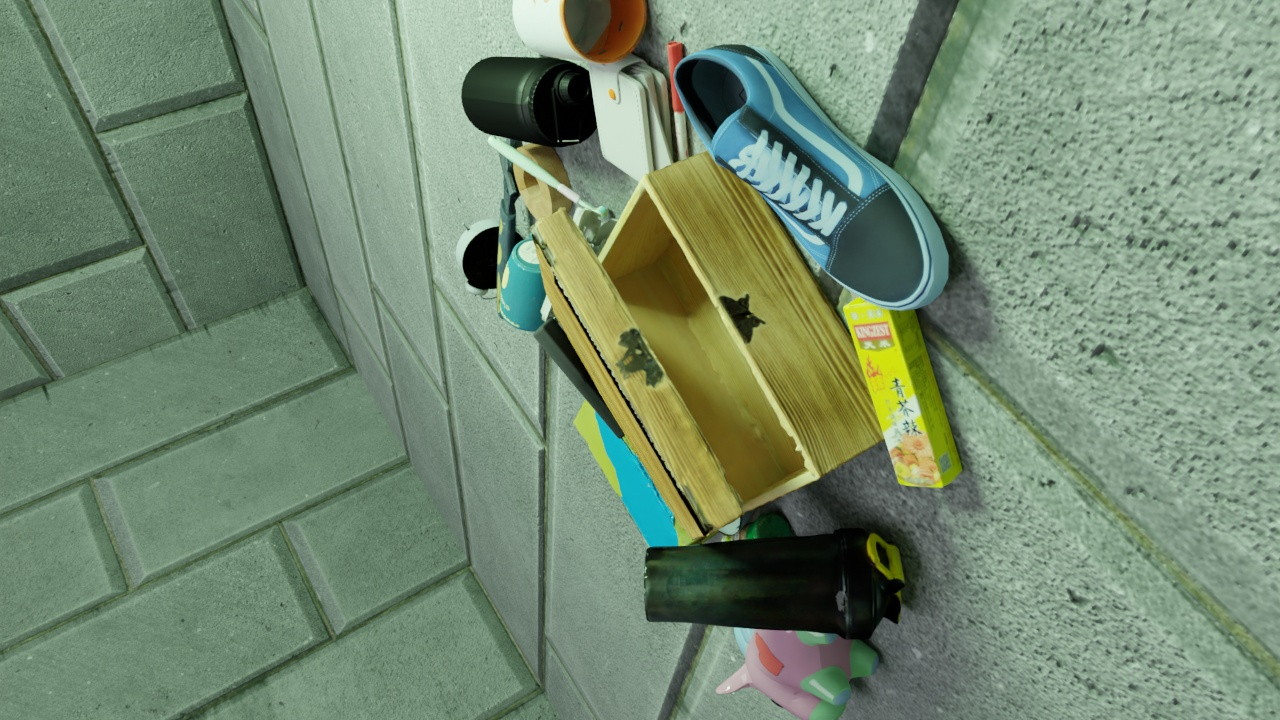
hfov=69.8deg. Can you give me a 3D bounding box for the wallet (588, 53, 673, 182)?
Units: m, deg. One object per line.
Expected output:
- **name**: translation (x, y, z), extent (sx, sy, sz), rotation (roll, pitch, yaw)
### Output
- **wallet**: translation (0.000, -0.214, 0.837), extent (0.115, 0.037, 0.119), rotation (43, 152, 40)

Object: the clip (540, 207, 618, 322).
- **clip**: translation (-0.051, -0.096, 0.993), extent (0.101, 0.126, 0.152), rotation (25, -170, 8)

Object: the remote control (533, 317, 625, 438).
- **remote control**: translation (-0.054, 0.018, 0.911), extent (0.015, 0.032, 0.136), rotation (-34, 100, 30)

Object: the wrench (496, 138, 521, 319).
- **wrench**: translation (-0.177, -0.169, 1.213), extent (0.073, 0.022, 0.274), rotation (-120, 30, -44)

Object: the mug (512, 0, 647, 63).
- **mug**: translation (-0.055, -0.305, 0.804), extent (0.105, 0.082, 0.082), rotation (31, 141, 54)

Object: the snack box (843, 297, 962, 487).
- **snack box**: translation (0.192, 0.021, 0.670), extent (0.040, 0.028, 0.148), rotation (-5, 110, 52)

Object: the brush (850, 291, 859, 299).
- **brush**: translation (0.147, -0.082, 0.687), extent (0.050, 0.015, 0.135), rotation (-13, 101, 66)

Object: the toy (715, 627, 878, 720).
- **toy**: translation (0.153, 0.279, 0.935), extent (0.171, 0.119, 0.222), rotation (12, 126, 50)

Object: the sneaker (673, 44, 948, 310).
- **sneaker**: translation (0.100, -0.122, 0.623), extent (0.241, 0.098, 0.084), rotation (55, 137, 21)

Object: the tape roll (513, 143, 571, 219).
- **tape roll**: translation (-0.118, -0.213, 1.097), extent (0.094, 0.027, 0.094), rotation (47, 151, 35)

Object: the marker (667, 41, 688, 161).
- **marker**: translation (0.035, -0.207, 0.802), extent (0.013, 0.012, 0.142), rotation (40, 147, 44)

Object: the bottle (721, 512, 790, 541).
- **bottle**: translation (0.122, 0.193, 0.987), extent (0.043, 0.043, 0.111), rotation (61, 157, 9)

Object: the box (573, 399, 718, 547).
- **box**: translation (0.013, 0.131, 1.115), extent (0.221, 0.079, 0.125), rotation (56, 155, 14)

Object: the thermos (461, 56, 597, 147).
- **thermos**: translation (-0.109, -0.268, 0.948), extent (0.199, 0.086, 0.086), rotation (28, 138, 54)

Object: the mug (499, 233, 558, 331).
- **mug**: translation (-0.138, -0.113, 1.193), extent (0.104, 0.084, 0.112), rotation (104, 164, -50)

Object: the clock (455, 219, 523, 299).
- **clock**: translation (-0.208, -0.139, 1.277), extent (0.035, 0.094, 0.123), rotation (46, 146, 44)

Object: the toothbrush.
- **toothbrush**: translation (-0.101, -0.200, 1.001), extent (0.155, 0.022, 0.015), rotation (33, 120, 1)

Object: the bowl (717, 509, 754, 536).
- **bowl**: translation (0.089, 0.126, 0.982), extent (0.114, 0.045, 0.114), rotation (46, 150, 36)

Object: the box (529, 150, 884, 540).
- **box**: translation (0.034, 0.008, 0.809), extent (0.279, 0.191, 0.252), rotation (59, 158, 9)

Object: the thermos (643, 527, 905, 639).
- **thermos**: translation (0.116, 0.195, 0.805), extent (0.098, 0.221, 0.098), rotation (0, -91, -82)
